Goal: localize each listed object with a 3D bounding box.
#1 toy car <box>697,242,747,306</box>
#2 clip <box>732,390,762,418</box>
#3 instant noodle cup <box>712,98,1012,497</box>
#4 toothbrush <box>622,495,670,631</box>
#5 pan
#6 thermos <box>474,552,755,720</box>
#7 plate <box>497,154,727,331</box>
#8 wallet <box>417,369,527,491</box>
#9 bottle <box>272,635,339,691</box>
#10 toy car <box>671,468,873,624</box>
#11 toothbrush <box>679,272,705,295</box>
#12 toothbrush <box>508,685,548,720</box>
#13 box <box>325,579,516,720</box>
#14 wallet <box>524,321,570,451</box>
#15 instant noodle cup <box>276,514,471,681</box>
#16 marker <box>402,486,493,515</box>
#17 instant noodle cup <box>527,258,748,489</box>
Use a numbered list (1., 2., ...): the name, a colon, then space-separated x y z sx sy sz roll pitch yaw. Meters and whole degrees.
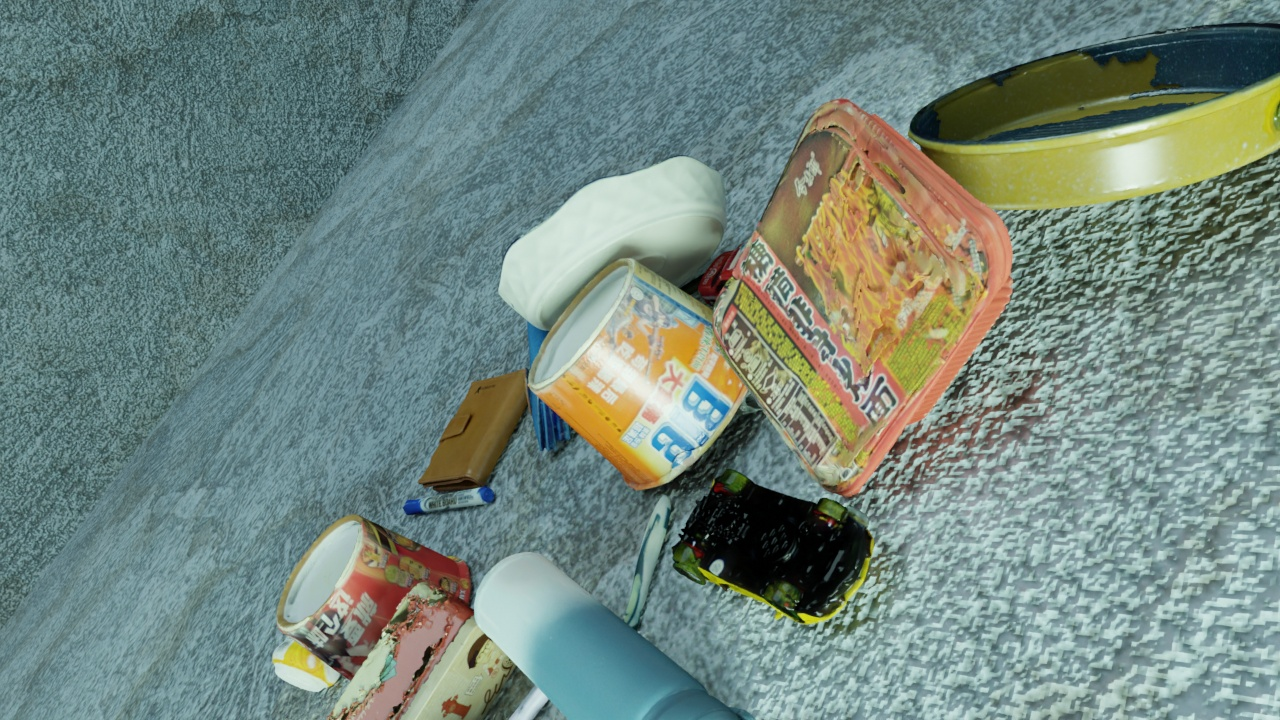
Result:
1. toy car: 0.091 -0.069 0.735 0.121 0.045 0.052 0 53 57
2. clip: 0.076 0.030 0.665 0.057 0.028 0.024 -32 29 45
3. instant noodle cup: 0.129 -0.038 0.529 0.164 0.079 0.189 58 139 37
4. toothbrush: -0.009 0.170 0.603 0.016 0.018 0.191 -18 41 42
5. pan: 0.299 -0.144 0.441 0.197 0.078 0.358 -34 27 -31
6. thermos: -0.020 0.183 0.532 0.221 0.070 0.070 21 72 51
7. plate: -0.016 -0.086 0.756 0.205 0.204 0.045 -35 72 23
8. wallet: -0.165 0.072 0.934 0.108 0.031 0.131 -11 44 46
9. bottle: -0.293 0.248 0.855 0.063 0.063 0.108 -18 41 44
10. toy car: 0.075 0.109 0.534 0.156 0.041 0.071 5 58 58
11. toothbrush: 0.015 -0.044 0.841 0.186 0.017 0.012 -30 17 27
12. toothbrush: -0.115 0.287 0.607 0.029 0.021 0.189 35 80 24
13. box: -0.167 0.241 0.634 0.079 0.091 0.168 23 71 29
14. wallet: -0.088 0.006 0.845 0.040 0.106 0.133 -5 30 -6
15. instant noodle cup: -0.228 0.204 0.772 0.138 0.108 0.137 -34 32 25
16. marker: -0.189 0.138 0.896 0.146 0.017 0.016 -16 42 45
17. instant noodle cup: -0.004 0.004 0.678 0.152 0.111 0.151 -46 19 20
